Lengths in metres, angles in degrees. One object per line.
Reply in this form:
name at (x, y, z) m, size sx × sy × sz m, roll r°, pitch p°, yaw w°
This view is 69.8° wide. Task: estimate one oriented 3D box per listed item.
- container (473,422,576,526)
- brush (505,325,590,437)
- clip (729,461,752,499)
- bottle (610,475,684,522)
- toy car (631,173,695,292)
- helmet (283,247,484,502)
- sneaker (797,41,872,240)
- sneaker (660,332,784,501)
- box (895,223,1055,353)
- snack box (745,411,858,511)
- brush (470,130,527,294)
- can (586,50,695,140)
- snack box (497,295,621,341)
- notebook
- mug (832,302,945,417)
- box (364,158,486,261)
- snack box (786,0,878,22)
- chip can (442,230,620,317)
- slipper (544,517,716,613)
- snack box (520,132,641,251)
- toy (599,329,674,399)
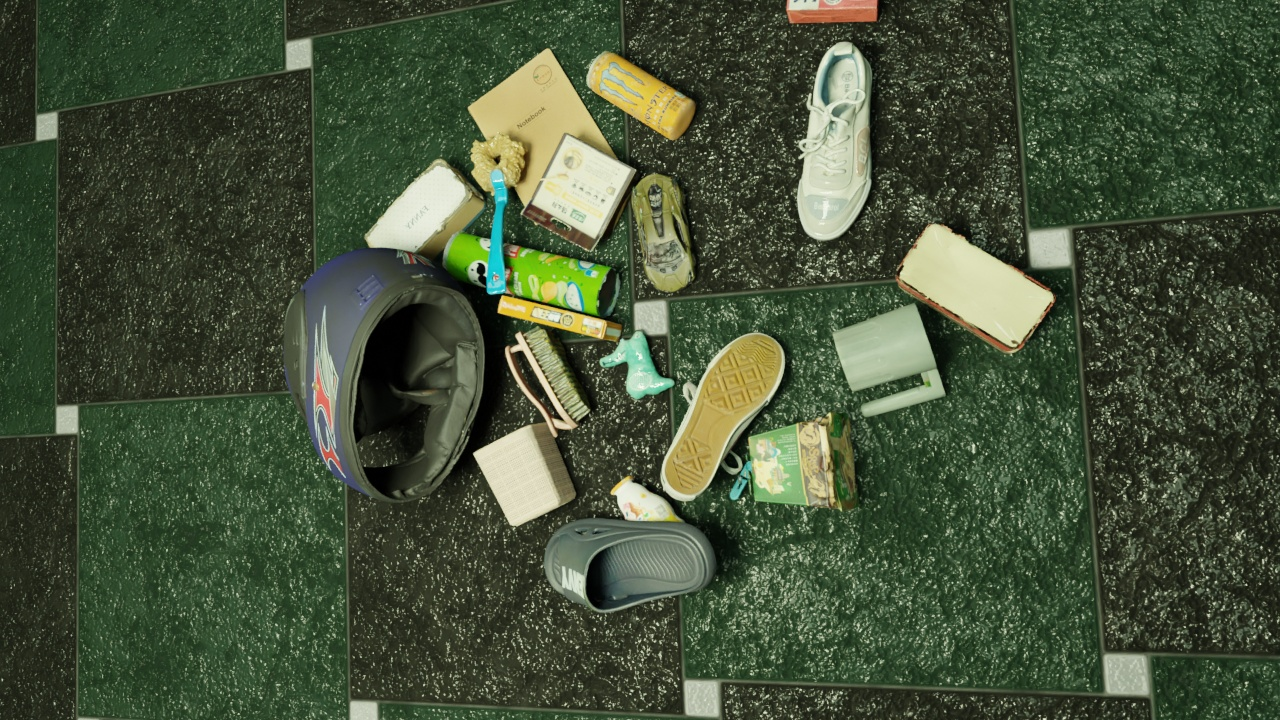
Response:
container at (-0.149, 0.152, 1.223) m, size 0.090 × 0.090 × 0.111 m, roll -28°, pitch 83°, yaw 13°
brush at (-0.124, 0.028, 1.236) m, size 0.073 × 0.063 × 0.145 m, roll -30°, pitch 81°, yaw 8°
clip at (0.131, 0.153, 1.174) m, size 0.014 × 0.043 × 0.056 m, roll 28°, pitch 94°, yaw 13°
bottle at (0.009, 0.200, 1.185) m, size 0.063 × 0.063 × 0.108 m, roll -44°, pitch 76°, yaw 9°
toy car at (0.031, -0.168, 1.214) m, size 0.070 × 0.042 × 0.158 m, roll -13°, pitch 86°, yaw 16°
helmet at (-0.349, 0.008, 1.214) m, size 0.241 × 0.246 × 0.315 m, roll 15°, pitch 98°, yaw 45°
sneaker at (0.243, -0.271, 1.132) m, size 0.089 × 0.090 × 0.242 m, roll 7°, pitch 89°, yaw 17°
sneaker at (0.098, 0.073, 1.157) m, size 0.118 × 0.088 × 0.240 m, roll 31°, pitch 74°, yaw 4°
box at (0.393, -0.087, 1.081) m, size 0.168 × 0.080 × 0.091 m, roll 35°, pitch 97°, yaw 15°
snack box at (0.196, 0.126, 1.119) m, size 0.106 × 0.117 × 0.118 m, roll -8°, pitch 82°, yaw 28°
brush at (-0.193, -0.203, 1.236) m, size 0.083 × 0.046 × 0.254 m, roll -7°, pitch 64°, yaw 9°
can at (0.001, -0.354, 1.224) m, size 0.146 × 0.058 × 0.058 m, roll 35°, pitch 96°, yaw 15°
snack box at (-0.107, -0.055, 1.228) m, size 0.154 × 0.075 × 0.026 m, roll 14°, pitch 91°, yaw 17°
notebook at (-0.138, -0.315, 1.288) m, size 0.148 × 0.008 × 0.207 m, roll -33°, pitch 79°, yaw 12°
mug at (0.301, 0.004, 1.110) m, size 0.103 × 0.083 × 0.124 m, roll -18°, pitch 106°, yaw 15°
box at (-0.310, -0.194, 1.307) m, size 0.184 × 0.059 × 0.090 m, roll -42°, pitch 76°, yaw 12°
snack box at (0.249, -0.500, 1.167) m, size 0.113 × 0.044 × 0.127 m, roll 4°, pitch 87°, yaw 16°
chip can at (-0.148, -0.118, 1.247) m, size 0.236 × 0.072 × 0.072 m, roll 15°, pitch 91°, yaw 16°
slipper at (-0.034, 0.256, 1.143) m, size 0.269 × 0.083 × 0.110 m, roll -13°, pitch 96°, yaw 37°
snack box at (-0.079, -0.224, 1.235) m, size 0.113 × 0.053 × 0.126 m, roll 30°, pitch 99°, yaw 9°
toy at (-0.007, 0.007, 1.221) m, size 0.097 × 0.030 × 0.092 m, roll -19°, pitch 77°, yaw 22°
